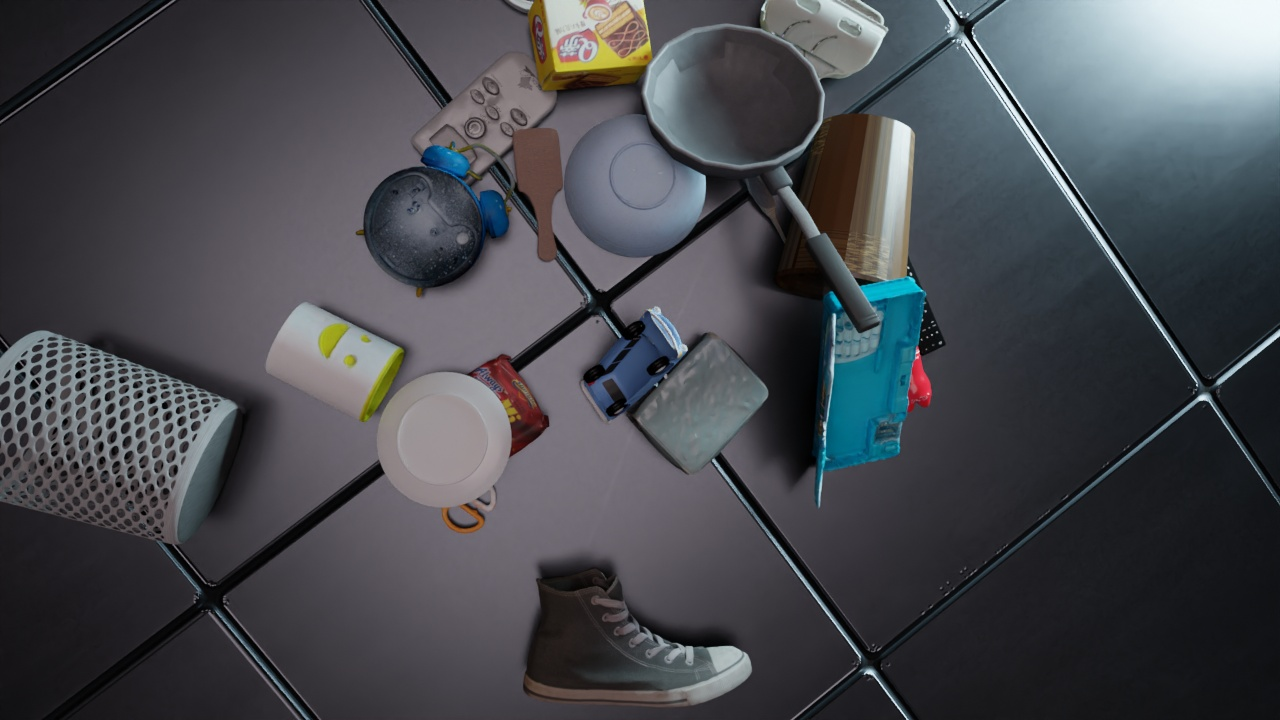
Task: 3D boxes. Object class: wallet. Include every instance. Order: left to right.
[{"bbox_3d":[0.061,0.045,0.962,0.131,0.054,0.100,-44,105,-5],"label":"wallet"}]

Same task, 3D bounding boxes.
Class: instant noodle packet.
[{"bbox_3d":[-0.169,0.065,0.938,0.135,0.040,0.098,-34,82,-3],"label":"instant noodle packet"}]

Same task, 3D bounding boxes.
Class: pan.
[{"bbox_3d":[0.126,-0.175,0.871,0.178,0.041,0.357,-22,68,-12],"label":"pan"}]

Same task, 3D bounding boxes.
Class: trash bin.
[{"bbox_3d":[-0.487,0.077,0.850,0.183,0.156,0.156,20,90,-10],"label":"trash bin"}]

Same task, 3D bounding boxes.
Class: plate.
[{"bbox_3d":[-0.196,0.078,0.910,0.134,0.011,0.134,0,85,1],"label":"plate"}]

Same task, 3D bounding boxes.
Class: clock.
[{"bbox_3d":[-0.196,-0.144,0.910,0.161,0.060,0.117,-40,98,5],"label":"clock"}]

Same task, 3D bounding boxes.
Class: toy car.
[{"bbox_3d":[-0.005,0.005,0.916,0.054,0.154,0.056,-24,75,-43],"label":"toy car"}]

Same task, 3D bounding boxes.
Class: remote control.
[{"bbox_3d":[-0.157,-0.248,0.941,0.151,0.019,0.074,-43,96,-3],"label":"remote control"},{"bbox_3d":[0.294,-0.074,1.005,0.030,0.009,0.140,-25,95,-5],"label":"remote control"}]

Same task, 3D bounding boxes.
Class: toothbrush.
[{"bbox_3d":[0.124,-0.185,0.977,0.024,0.022,0.185,-26,98,31],"label":"toothbrush"}]

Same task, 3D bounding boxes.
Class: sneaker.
[{"bbox_3d":[0.000,0.283,0.947,0.235,0.095,0.120,3,92,0],"label":"sneaker"}]

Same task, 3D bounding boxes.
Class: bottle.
[{"bbox_3d":[0.276,-0.015,0.989,0.042,0.042,0.141,-20,94,-6],"label":"bottle"}]

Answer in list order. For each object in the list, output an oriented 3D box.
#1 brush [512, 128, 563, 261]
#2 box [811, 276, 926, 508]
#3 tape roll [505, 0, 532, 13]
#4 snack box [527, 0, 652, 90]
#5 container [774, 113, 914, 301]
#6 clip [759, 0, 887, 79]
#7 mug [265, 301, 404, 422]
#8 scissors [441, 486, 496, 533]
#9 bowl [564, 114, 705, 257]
[{"bbox_3d":[-0.104,-0.171,0.952,0.049,0.015,0.136,-10,101,-26],"label":"brush"},{"bbox_3d":[0.200,0.039,0.906,0.171,0.084,0.228,-36,140,-29],"label":"box"},{"bbox_3d":[-0.108,-0.405,0.944,0.093,0.013,0.093,0,93,-7],"label":"tape roll"},{"bbox_3d":[-0.051,-0.324,0.921,0.105,0.061,0.083,-10,93,-18],"label":"snack box"},{"bbox_3d":[0.216,-0.153,0.937,0.132,0.132,0.167,11,84,-7],"label":"container"},{"bbox_3d":[0.179,-0.333,0.949,0.126,0.105,0.151,28,78,-4],"label":"clip"},{"bbox_3d":[-0.300,0.002,0.903,0.106,0.082,0.082,27,89,-6],"label":"mug"},{"bbox_3d":[-0.209,0.125,0.953,0.128,0.013,0.065,38,84,-5],"label":"scissors"},{"bbox_3d":[-0.001,-0.182,0.934,0.150,0.075,0.150,0,93,-7],"label":"bowl"}]
